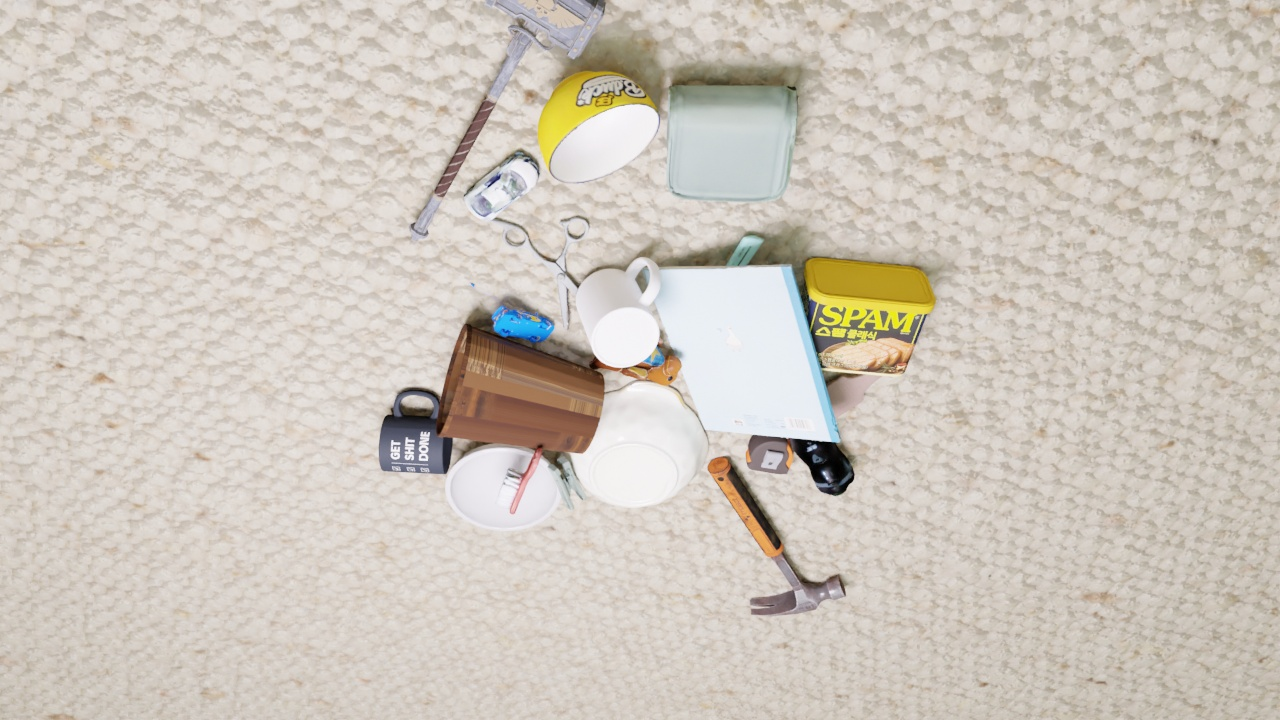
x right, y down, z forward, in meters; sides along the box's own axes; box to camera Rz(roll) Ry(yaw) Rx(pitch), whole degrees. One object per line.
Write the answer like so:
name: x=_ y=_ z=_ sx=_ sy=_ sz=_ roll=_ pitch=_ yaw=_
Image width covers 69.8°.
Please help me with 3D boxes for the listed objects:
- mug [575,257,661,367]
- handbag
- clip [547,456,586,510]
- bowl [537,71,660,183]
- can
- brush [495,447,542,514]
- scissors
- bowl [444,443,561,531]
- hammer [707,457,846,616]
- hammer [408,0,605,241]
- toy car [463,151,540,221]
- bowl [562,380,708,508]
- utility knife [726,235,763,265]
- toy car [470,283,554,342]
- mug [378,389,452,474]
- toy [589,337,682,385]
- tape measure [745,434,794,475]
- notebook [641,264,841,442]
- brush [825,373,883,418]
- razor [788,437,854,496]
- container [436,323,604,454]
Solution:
mug: x=-0.016 y=-0.061 z=0.993 sx=0.073 sy=0.090 sz=0.111 roll=25 pitch=112 yaw=-28
handbag: x=0.087 y=-0.216 z=0.892 sx=0.122 sy=0.067 sz=0.106 roll=1 pitch=136 yaw=0
clip: x=-0.093 y=0.157 z=1.167 sx=0.042 sy=0.023 sz=0.076 roll=-34 pitch=127 yaw=-19
bowl: x=-0.047 y=-0.230 z=0.872 sx=0.117 sy=0.067 sz=0.117 roll=-25 pitch=164 yaw=-8
can: x=0.241 y=-0.046 z=1.017 sx=0.135 sy=0.075 sz=0.105 roll=5 pitch=130 yaw=-3
brush: x=-0.148 y=0.142 z=1.100 sx=0.030 sy=0.040 sz=0.173 roll=20 pitch=149 yaw=-7
scissors: x=-0.103 y=-0.102 z=1.017 sx=0.158 sy=0.014 sz=0.142 roll=15 pitch=123 yaw=-10
bowl: x=-0.177 y=0.156 z=1.196 sx=0.149 sy=0.043 sz=0.150 roll=-2 pitch=127 yaw=-2
hammer: x=0.163 y=0.250 z=1.270 sx=0.138 sy=0.034 sz=0.314 roll=-23 pitch=123 yaw=17
hammer: x=-0.157 y=-0.236 z=0.898 sx=0.098 sy=0.044 sz=0.323 roll=27 pitch=124 yaw=-18
toy car: x=-0.144 y=-0.178 z=0.951 sx=0.090 sy=0.027 sz=0.038 roll=-33 pitch=118 yaw=23
bowl: x=-0.008 y=0.127 z=1.162 sx=0.188 sy=0.060 sz=0.220 roll=12 pitch=126 yaw=-8
utility knife: x=0.088 y=-0.077 z=1.034 sx=0.022 sy=0.015 sz=0.166 roll=20 pitch=128 yaw=-15
toy car: x=-0.148 y=-0.058 z=1.054 sx=0.091 sy=0.062 sz=0.033 roll=12 pitch=132 yaw=-46
mug: x=-0.277 y=0.088 z=1.138 sx=0.077 sy=0.071 sz=0.105 roll=3 pitch=101 yaw=-2
toy: x=-0.006 y=0.006 z=1.087 sx=0.090 sy=0.070 sz=0.103 roll=29 pitch=146 yaw=-35
tape measure: x=0.167 y=0.117 z=1.164 sx=0.058 sy=0.038 sz=0.059 roll=11 pitch=127 yaw=-7
notebook: x=0.118 y=-0.004 z=1.043 sx=0.181 sy=0.009 sz=0.254 roll=4 pitch=133 yaw=32
brush: x=0.262 y=0.027 z=1.111 sx=0.136 sy=0.015 sz=0.050 roll=-36 pitch=120 yaw=18
razor: x=0.223 y=0.120 z=1.144 sx=0.053 sy=0.063 sz=0.140 roll=-27 pitch=133 yaw=15
container: x=-0.137 y=0.042 z=1.064 sx=0.167 sy=0.132 sz=0.132 roll=15 pitch=126 yaw=-17
